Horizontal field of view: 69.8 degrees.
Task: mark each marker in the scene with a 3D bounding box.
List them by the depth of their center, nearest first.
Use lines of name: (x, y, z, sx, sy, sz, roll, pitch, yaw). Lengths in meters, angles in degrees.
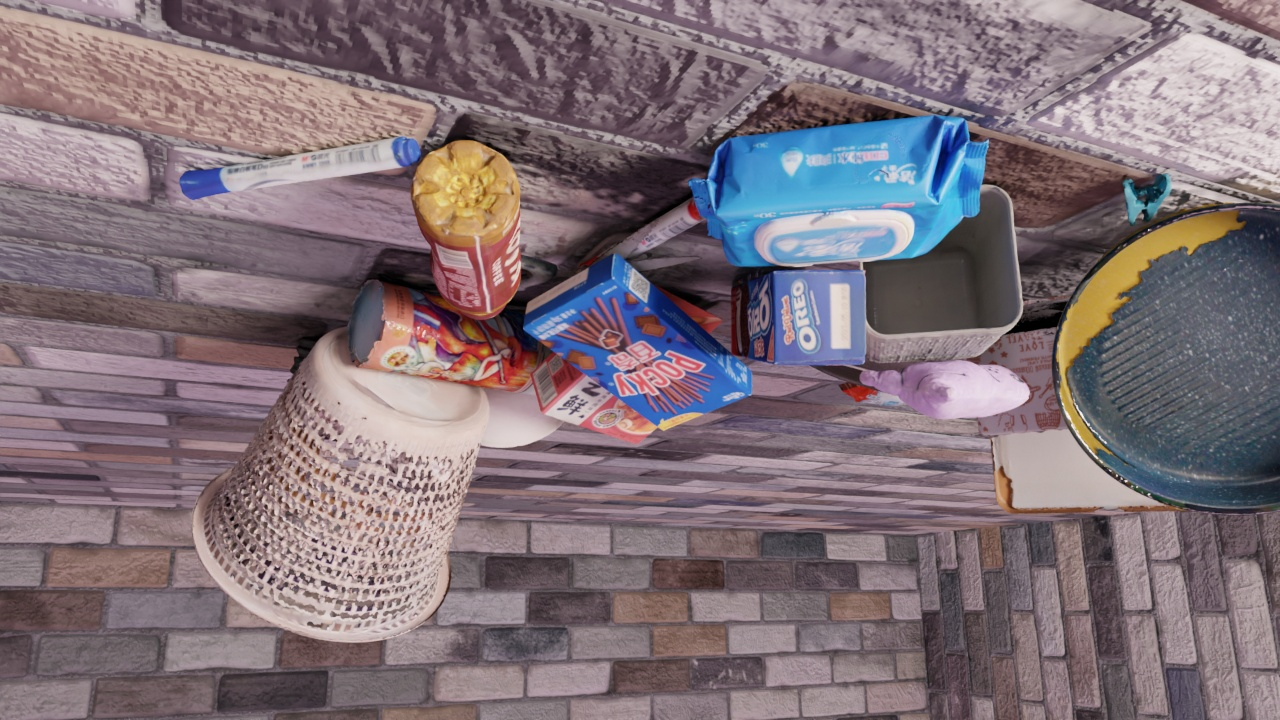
marker: (-0.188, -0.106, 0.504, 0.146, 0.017, 0.017, -5, 165, 16)
marker: (0.000, -0.078, 0.609, 0.017, 0.017, 0.146, 9, 162, -32)

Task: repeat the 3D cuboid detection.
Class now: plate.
plate: (0.200, 0.007, 0.801, 0.179, 0.024, 0.179, 19, 177, 1)

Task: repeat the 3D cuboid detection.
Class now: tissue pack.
tissue pack: (0.109, -0.088, 0.505, 0.157, 0.052, 0.095, -4, 165, 12)

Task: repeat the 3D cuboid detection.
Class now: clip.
clip: (0.302, -0.096, 0.553, 0.049, 0.015, 0.057, -9, 161, 23)

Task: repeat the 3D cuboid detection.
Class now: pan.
pan: (0.412, -0.042, 0.519, 0.358, 0.197, 0.078, -41, 177, 29)

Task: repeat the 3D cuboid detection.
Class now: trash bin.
trash bin: (-0.232, 0.087, 0.772, 0.227, 0.227, 0.192, 12, 118, -38)

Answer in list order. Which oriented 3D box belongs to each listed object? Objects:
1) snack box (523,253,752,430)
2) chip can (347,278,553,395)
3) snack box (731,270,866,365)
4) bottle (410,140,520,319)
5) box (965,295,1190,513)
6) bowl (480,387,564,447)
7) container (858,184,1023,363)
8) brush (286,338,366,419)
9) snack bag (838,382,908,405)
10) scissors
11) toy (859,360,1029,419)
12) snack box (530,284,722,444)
snack box: (0.001, -0.007, 0.654, 0.085, 0.026, 0.157, -25, 133, 33)
chip can: (-0.126, -0.011, 0.756, 0.214, 0.071, 0.071, 12, 161, -36)
snack box: (0.099, -0.029, 0.619, 0.057, 0.058, 0.207, 0, -178, -2)
bottle: (-0.102, -0.069, 0.563, 0.057, 0.057, 0.175, 2, 165, -7)
box: (0.353, 0.048, 0.706, 0.183, 0.193, 0.156, -8, -171, 27)
bowl: (-0.125, 0.018, 0.850, 0.118, 0.118, 0.065, -1, 127, 3)
container: (0.186, -0.048, 0.594, 0.090, 0.090, 0.114, -3, 168, 12)
brush: (-0.282, 0.025, 0.904, 0.069, 0.063, 0.146, 11, 168, 10)
snack bag: (0.274, 0.036, 1.022, 0.104, 0.026, 0.048, 6, 170, -25)
scissors: (-0.039, -0.058, 0.639, 0.170, 0.014, 0.160, 13, 154, 7)
toy: (0.213, 0.019, 0.621, 0.107, 0.039, 0.084, -1, -170, -31)
snack box: (-0.004, 0.004, 0.739, 0.113, 0.044, 0.127, 22, 125, -42)
